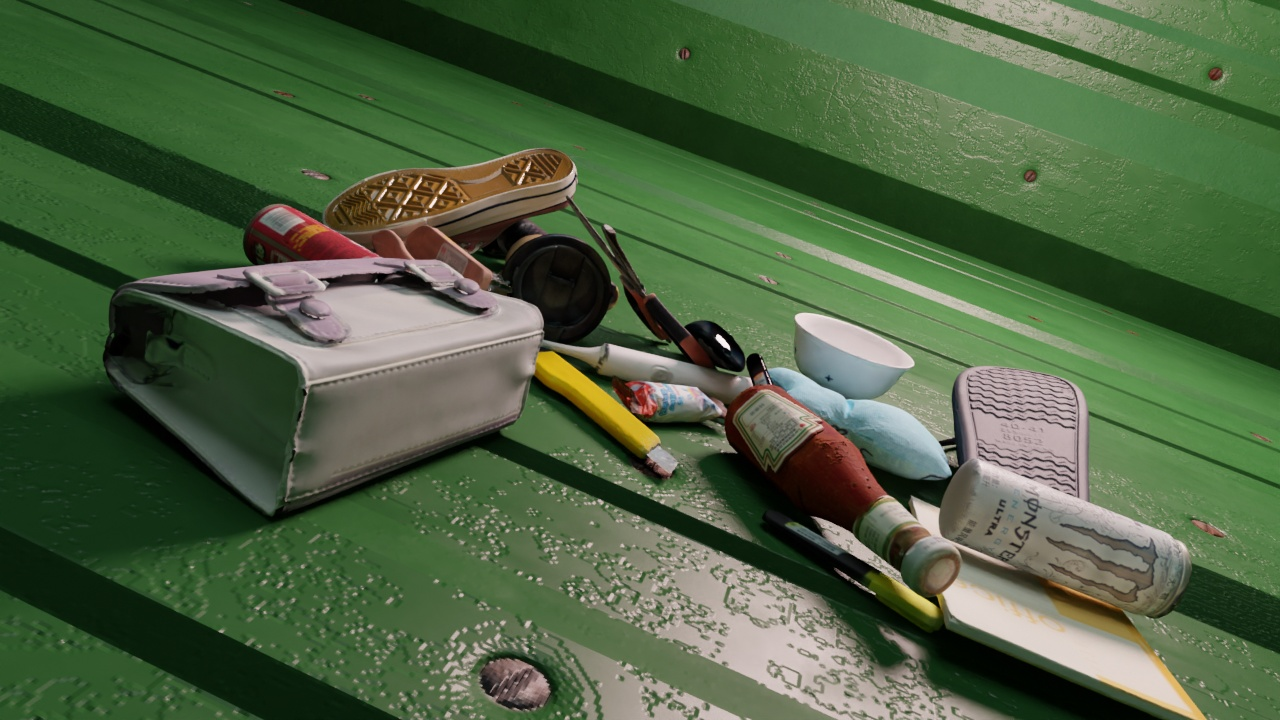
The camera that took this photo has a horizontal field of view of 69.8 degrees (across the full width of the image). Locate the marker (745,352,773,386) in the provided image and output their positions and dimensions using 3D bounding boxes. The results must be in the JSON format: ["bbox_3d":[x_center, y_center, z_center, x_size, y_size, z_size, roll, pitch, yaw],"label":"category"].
[{"bbox_3d":[0.104,0.036,0.731,0.015,0.018,0.123,40,23,-35],"label":"marker"}]

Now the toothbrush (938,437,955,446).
[{"bbox_3d":[0.308,0.077,0.872,0.180,0.016,0.018,-3,35,-48],"label":"toothbrush"}]

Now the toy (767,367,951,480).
[{"bbox_3d":[0.183,0.054,0.756,0.156,0.050,0.161,17,14,-21],"label":"toy"}]

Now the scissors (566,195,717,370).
[{"bbox_3d":[0.003,-0.054,0.776,0.224,0.015,0.189,49,-4,-10],"label":"scissors"}]

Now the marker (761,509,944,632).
[{"bbox_3d":[0.126,0.125,0.555,0.124,0.015,0.018,29,20,30],"label":"marker"}]

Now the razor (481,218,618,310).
[{"bbox_3d":[-0.090,-0.100,0.930,0.167,0.062,0.067,34,-8,24],"label":"razor"}]

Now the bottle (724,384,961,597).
[{"bbox_3d":[0.126,0.080,0.596,0.059,0.060,0.206,9,19,-29],"label":"bottle"}]

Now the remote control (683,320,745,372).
[{"bbox_3d":[0.066,-0.015,0.801,0.053,0.024,0.136,47,-4,-8],"label":"remote control"}]

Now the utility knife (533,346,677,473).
[{"bbox_3d":[-0.033,0.033,0.653,0.033,0.015,0.177,-7,33,-42],"label":"utility knife"}]

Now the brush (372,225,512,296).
[{"bbox_3d":[-0.165,-0.069,0.734,0.073,0.063,0.145,17,15,-41],"label":"brush"}]

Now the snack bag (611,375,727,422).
[{"bbox_3d":[0.025,0.032,0.695,0.105,0.026,0.045,6,19,-40],"label":"snack bag"}]

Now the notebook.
[{"bbox_3d":[0.250,0.151,0.586,0.146,0.010,0.206,22,13,6],"label":"notebook"}]

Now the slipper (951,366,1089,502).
[{"bbox_3d":[0.308,0.085,0.765,0.111,0.083,0.267,13,29,15],"label":"slipper"}]

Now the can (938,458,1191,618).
[{"bbox_3d":[0.276,0.117,0.605,0.147,0.058,0.058,22,19,3],"label":"can"}]

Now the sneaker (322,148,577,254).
[{"bbox_3d":[-0.172,-0.132,0.864,0.240,0.088,0.118,-18,50,-23],"label":"sneaker"}]

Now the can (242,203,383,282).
[{"bbox_3d":[-0.230,-0.068,0.678,0.133,0.053,0.053,28,20,24],"label":"can"}]

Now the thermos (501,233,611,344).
[{"bbox_3d":[-0.081,-0.069,0.793,0.093,0.093,0.143,14,11,-17],"label":"thermos"}]

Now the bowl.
[{"bbox_3d":[0.190,0.008,0.869,0.118,0.065,0.118,18,19,-7],"label":"bowl"}]

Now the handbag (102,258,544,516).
[{"bbox_3d":[-0.167,-0.007,0.517,0.145,0.098,0.196,21,17,22],"label":"handbag"}]

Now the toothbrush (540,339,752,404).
[{"bbox_3d":[-0.004,0.004,0.743,0.221,0.027,0.026,14,6,-17],"label":"toothbrush"}]
